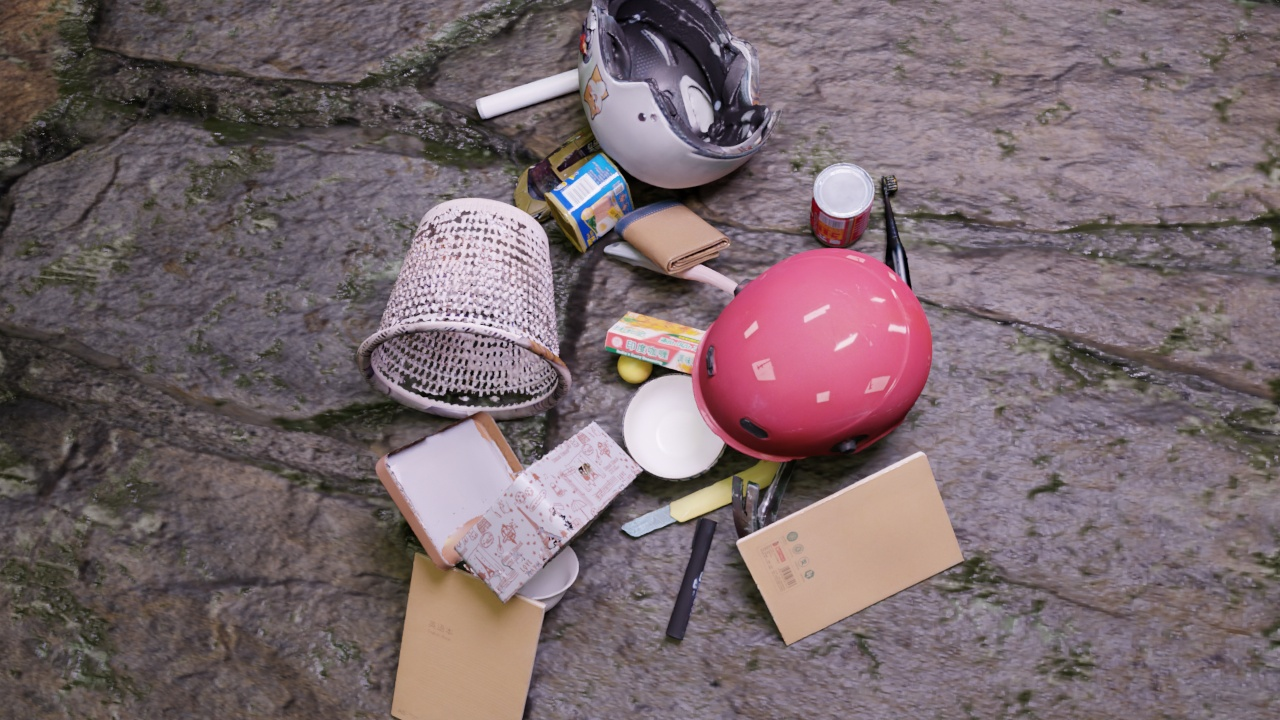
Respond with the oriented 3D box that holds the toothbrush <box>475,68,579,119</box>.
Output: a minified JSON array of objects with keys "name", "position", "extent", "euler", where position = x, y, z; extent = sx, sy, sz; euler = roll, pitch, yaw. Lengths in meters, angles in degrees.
[{"name":"toothbrush","position":[-0.101,-0.352,1.168],"extent":[0.221,0.026,0.027],"euler":[-16,100,4]}]

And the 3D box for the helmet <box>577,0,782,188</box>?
[{"name":"helmet","position":[0.022,-0.307,1.062],"extent":[0.229,0.157,0.273],"euler":[-4,60,-37]}]

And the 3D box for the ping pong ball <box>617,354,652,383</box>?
[{"name":"ping pong ball","position":[-0.006,0.006,1.051],"extent":[0.040,0.040,0.040],"euler":[-2,75,8]}]

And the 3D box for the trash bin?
[{"name":"trash bin","position":[-0.184,-0.063,1.021],"extent":[0.227,0.228,0.191],"euler":[-2,62,8]}]

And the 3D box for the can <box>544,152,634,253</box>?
[{"name":"can","position":[-0.058,-0.185,1.079],"extent":[0.083,0.102,0.057],"euler":[-39,73,-6]}]

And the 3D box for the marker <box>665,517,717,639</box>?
[{"name":"marker","position":[0.055,0.235,0.993],"extent":[0.022,0.020,0.132],"euler":[11,76,28]}]

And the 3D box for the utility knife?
[{"name":"utility knife","position":[0.077,0.150,1.012],"extent":[0.206,0.021,0.031],"euler":[-22,70,-4]}]

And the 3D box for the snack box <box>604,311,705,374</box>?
[{"name":"snack box","position":[0.045,-0.014,1.031],"extent":[0.156,0.076,0.027],"euler":[15,113,12]}]

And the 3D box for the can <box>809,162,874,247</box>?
[{"name":"can","position":[0.226,-0.172,1.036],"extent":[0.066,0.094,0.066],"euler":[-2,74,8]}]

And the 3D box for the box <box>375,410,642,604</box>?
[{"name":"box","position":[-0.136,0.116,0.947],"extent":[0.193,0.182,0.157],"euler":[47,116,6]}]

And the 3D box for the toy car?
[{"name":"toy car","position":[-0.087,-0.232,1.128],"extent":[0.158,0.042,0.070],"euler":[-38,73,0]}]

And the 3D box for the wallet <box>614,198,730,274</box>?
[{"name":"wallet","position":[0.036,-0.144,1.055],"extent":[0.090,0.033,0.115],"euler":[-24,41,-21]}]

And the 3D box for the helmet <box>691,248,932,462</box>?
[{"name":"helmet","position":[0.175,-0.015,0.895],"extent":[0.239,0.144,0.207],"euler":[-25,73,-17]}]

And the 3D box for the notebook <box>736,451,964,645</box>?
[{"name":"notebook","position":[0.217,0.195,0.938],"extent":[0.207,0.008,0.148],"euler":[-26,114,1]}]

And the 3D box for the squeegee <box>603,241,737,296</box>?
[{"name":"squeegee","position":[0.056,-0.096,1.045],"extent":[0.250,0.040,0.247],"euler":[25,54,27]}]

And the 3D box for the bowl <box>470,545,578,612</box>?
[{"name":"bowl","position":[-0.130,0.240,0.989],"extent":[0.118,0.118,0.065],"euler":[18,116,13]}]

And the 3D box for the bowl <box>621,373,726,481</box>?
[{"name":"bowl","position":[0.042,0.078,1.012],"extent":[0.116,0.066,0.116],"euler":[-2,76,9]}]

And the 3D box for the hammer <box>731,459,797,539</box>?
[{"name":"hammer","position":[0.183,0.055,0.985],"extent":[0.032,0.126,0.322],"euler":[13,69,40]}]

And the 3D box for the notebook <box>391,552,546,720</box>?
[{"name":"notebook","position":[-0.184,0.315,0.956],"extent":[0.149,0.012,0.212],"euler":[18,111,14]}]

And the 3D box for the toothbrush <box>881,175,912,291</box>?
[{"name":"toothbrush","position":[0.293,-0.114,1.046],"extent":[0.027,0.026,0.212],"euler":[-8,73,19]}]
